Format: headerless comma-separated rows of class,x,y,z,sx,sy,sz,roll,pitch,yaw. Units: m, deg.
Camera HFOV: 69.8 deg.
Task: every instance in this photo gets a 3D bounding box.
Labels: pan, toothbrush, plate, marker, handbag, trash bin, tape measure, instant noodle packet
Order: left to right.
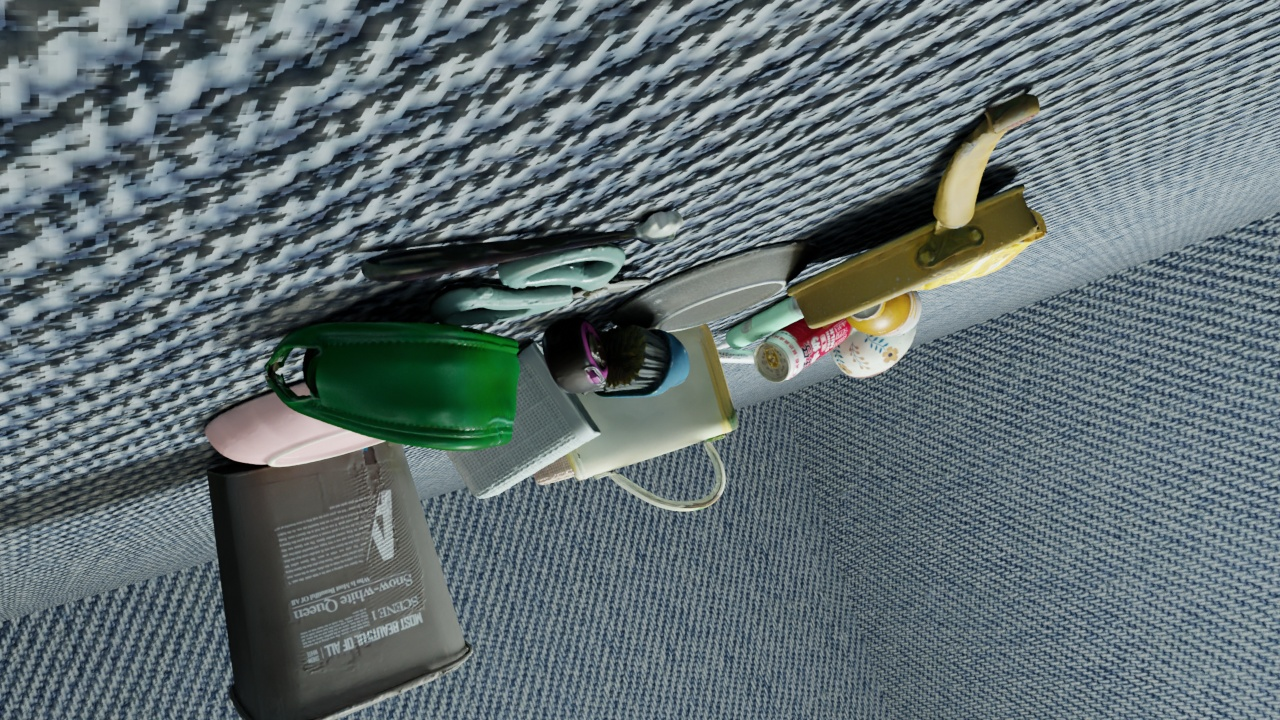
trash bin,-0.288,0.189,0.846,0.198,0.220,0.199,-13,-176,-33
plate,-0.233,0.047,0.716,0.192,0.039,0.192,-18,173,-2
handbag,-0.136,0.015,0.539,0.120,0.068,0.131,2,179,11
toothbrush,-0.051,-0.058,0.458,0.180,0.015,0.018,-14,166,-34
tape measure,-0.048,-0.004,0.707,0.039,0.057,0.058,-20,163,13
handbag,0.005,0.060,0.858,0.163,0.178,0.063,-17,177,-6
marker,0.074,-0.006,1.038,0.145,0.017,0.017,2,164,-30
plate,0.063,-0.053,0.750,0.179,0.024,0.179,-17,173,-2
toothbrush,0.123,-0.033,1.045,0.027,0.026,0.225,12,161,-23
pan,0.210,-0.100,0.658,0.197,0.078,0.357,-24,179,-1
instant noodle packet,0.314,-0.105,0.886,0.110,0.044,0.128,-10,169,-6

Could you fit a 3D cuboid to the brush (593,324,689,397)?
brush,-0.005,0.004,0.761,0.073,0.055,0.144,13,171,-29

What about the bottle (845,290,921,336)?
bottle,0.261,-0.061,1.001,0.068,0.068,0.189,-21,172,24

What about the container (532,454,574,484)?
container,-0.074,0.062,0.938,0.090,0.111,0.089,-20,173,20

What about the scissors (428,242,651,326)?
scissors,-0.056,-0.042,0.565,0.143,0.019,0.179,-21,174,21

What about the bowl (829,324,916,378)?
bowl,0.277,-0.042,1.137,0.114,0.113,0.062,-23,128,38

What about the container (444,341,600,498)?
container,-0.106,0.055,0.775,0.111,0.090,0.090,-34,174,0

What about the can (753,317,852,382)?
can,0.188,-0.022,1.056,0.132,0.053,0.053,-30,-177,-40
